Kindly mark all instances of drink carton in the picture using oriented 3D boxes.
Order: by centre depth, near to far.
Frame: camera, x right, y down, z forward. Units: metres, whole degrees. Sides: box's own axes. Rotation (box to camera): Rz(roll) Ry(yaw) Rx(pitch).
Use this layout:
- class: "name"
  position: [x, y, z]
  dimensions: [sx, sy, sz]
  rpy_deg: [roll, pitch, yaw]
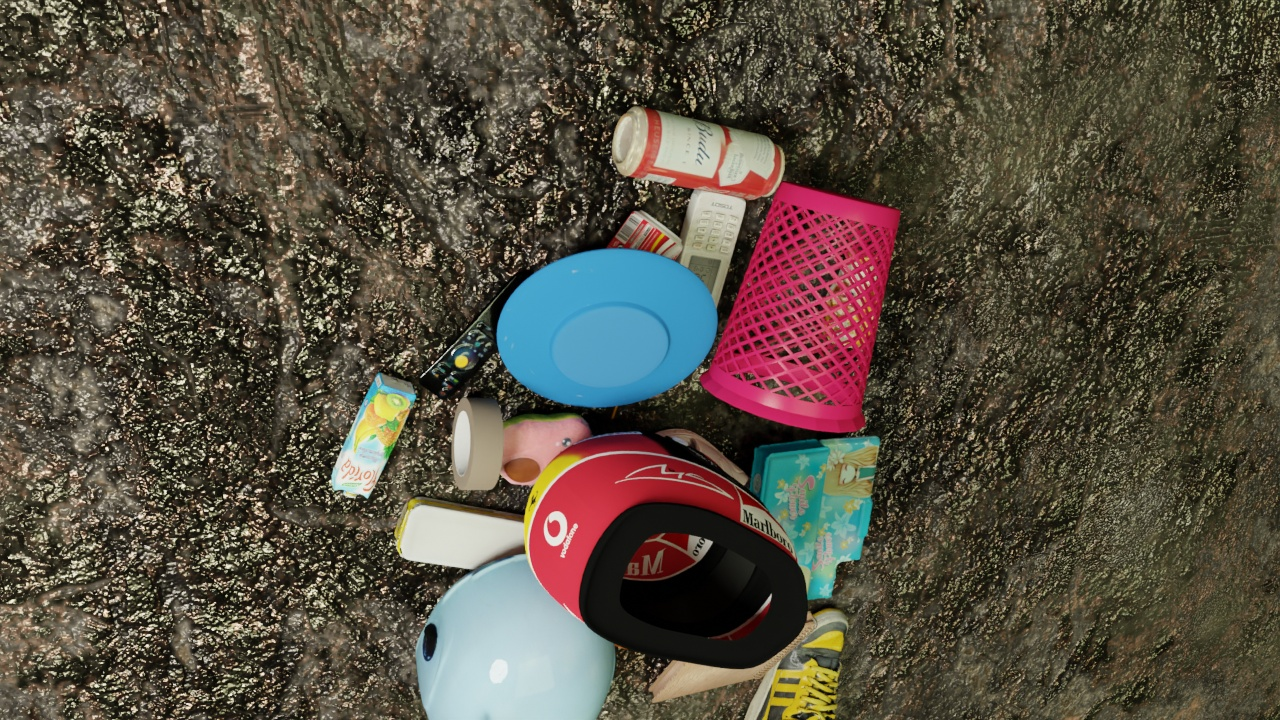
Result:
- class: "drink carton"
  position: [-0.268, 0.077, 0.919]
  dimensions: [0.044, 0.038, 0.129]
  rpy_deg: [21, 104, -29]

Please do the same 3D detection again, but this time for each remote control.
- class: "remote control"
  position: [-0.162, -0.024, 0.930]
  dimensions: [0.152, 0.020, 0.041]
  rpy_deg: [-47, 123, 3]
- class: "remote control"
  position: [0.068, -0.115, 0.983]
  dimensions: [0.060, 0.025, 0.139]
  rpy_deg: [6, 110, -25]

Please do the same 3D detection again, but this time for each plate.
- class: "plate"
  position: [-0.031, -0.019, 0.927]
  dimensions: [0.224, 0.024, 0.225]
  rpy_deg: [-5, 137, -5]

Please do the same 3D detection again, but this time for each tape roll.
- class: "tape roll"
  position: [-0.167, 0.084, 0.933]
  dimensions: [0.030, 0.093, 0.094]
  rpy_deg: [3, 111, -24]

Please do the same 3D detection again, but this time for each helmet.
- class: "helmet"
  position: [0.014, 0.180, 0.939]
  dimensions: [0.271, 0.224, 0.198]
  rpy_deg: [21, 100, -16]
- class: "helmet"
  position: [-0.127, 0.343, 1.015]
  dimensions: [0.225, 0.166, 0.266]
  rpy_deg: [7, 118, -25]

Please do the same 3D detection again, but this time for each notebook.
- class: "notebook"
  position: [0.117, 0.378, 1.167]
  dimensions: [0.169, 0.022, 0.211]
  rpy_deg: [-5, 146, -21]

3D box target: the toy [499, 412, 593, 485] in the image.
- class: "toy"
  position: [-0.105, 0.089, 0.986]
  dimensions: [0.109, 0.051, 0.090]
  rpy_deg: [-21, 126, -17]

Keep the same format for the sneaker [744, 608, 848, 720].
- class: "sneaker"
  position: [0.235, 0.467, 1.260]
  dimensions: [0.086, 0.122, 0.239]
  rpy_deg: [17, 106, -30]

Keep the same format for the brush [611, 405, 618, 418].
- class: "brush"
  position: [-0.006, 0.006, 1.011]
  dimensions: [0.048, 0.017, 0.126]
  rpy_deg: [13, 107, -27]

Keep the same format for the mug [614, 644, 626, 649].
- class: "mug"
  position: [0.006, 0.280, 1.113]
  dimensions: [0.112, 0.078, 0.096]
  rpy_deg: [-21, 123, -46]

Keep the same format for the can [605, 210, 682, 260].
- class: "can"
  position: [-0.010, -0.096, 0.936]
  dimensions: [0.064, 0.064, 0.105]
  rpy_deg: [33, 97, -31]

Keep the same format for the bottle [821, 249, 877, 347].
- class: "bottle"
  position: [0.246, -0.072, 1.057]
  dimensions: [0.063, 0.063, 0.109]
  rpy_deg: [-5, 115, -21]

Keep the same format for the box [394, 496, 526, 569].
- class: "box"
  position: [-0.164, 0.200, 1.016]
  dimensions: [0.209, 0.044, 0.066]
  rpy_deg: [16, 104, -28]

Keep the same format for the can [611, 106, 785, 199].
- class: "can"
  position: [0.058, -0.204, 0.915]
  dimensions: [0.170, 0.067, 0.067]
  rpy_deg: [6, 110, -25]

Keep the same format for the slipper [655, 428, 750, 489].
- class: "slipper"
  position: [0.087, 0.160, 1.093]
  dimensions: [0.239, 0.064, 0.094]
  rpy_deg: [34, 96, -33]

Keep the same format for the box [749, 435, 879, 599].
- class: "box"
  position: [0.208, 0.204, 1.120]
  dimensions: [0.181, 0.039, 0.227]
  rpy_deg: [-4, 109, -24]

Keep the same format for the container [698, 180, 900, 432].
- class: "container"
  position: [0.180, -0.064, 0.969]
  dimensions: [0.183, 0.183, 0.226]
  rpy_deg: [7, 106, -26]
